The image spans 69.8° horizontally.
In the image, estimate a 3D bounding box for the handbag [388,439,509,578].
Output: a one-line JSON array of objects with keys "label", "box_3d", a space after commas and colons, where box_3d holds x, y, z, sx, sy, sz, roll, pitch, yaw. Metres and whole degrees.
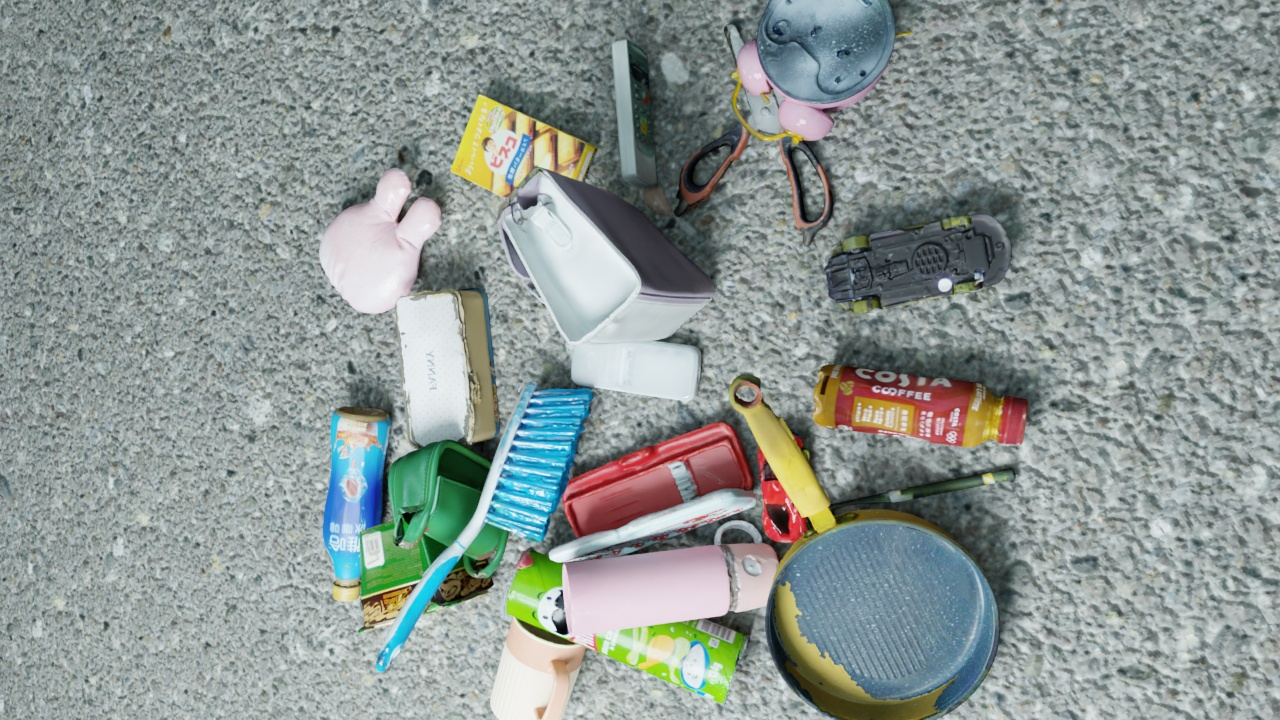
[{"label": "handbag", "box_3d": [-0.195, 0.151, 0.941, 0.068, 0.131, 0.120, -20, 50, 27]}]

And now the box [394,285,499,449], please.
[{"label": "box", "box_3d": [-0.208, 0.002, 0.985, 0.090, 0.061, 0.184, -3, 90, 22]}]

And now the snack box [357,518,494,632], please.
[{"label": "snack box", "box_3d": [-0.238, 0.217, 0.980, 0.118, 0.117, 0.105, -21, 80, 20]}]

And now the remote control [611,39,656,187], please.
[{"label": "remote control", "box_3d": [-0.005, -0.237, 0.889, 0.019, 0.056, 0.135, -4, 91, 22]}]

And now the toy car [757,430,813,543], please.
[{"label": "toy car", "box_3d": [0.133, 0.117, 0.858, 0.049, 0.031, 0.106, -5, 89, 42]}]

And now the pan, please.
[{"label": "pan", "box_3d": [0.168, 0.161, 0.778, 0.198, 0.078, 0.357, -28, 97, 12]}]

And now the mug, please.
[{"label": "mug", "box_3d": [-0.099, 0.320, 0.932, 0.081, 0.114, 0.106, 12, 103, -23]}]

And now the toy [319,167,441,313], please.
[{"label": "toy", "box_3d": [-0.285, -0.130, 1.011, 0.121, 0.054, 0.160, 47, 109, 6]}]

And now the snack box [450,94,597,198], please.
[{"label": "snack box", "box_3d": [-0.122, -0.209, 0.952, 0.140, 0.033, 0.087, 29, 103, 20]}]

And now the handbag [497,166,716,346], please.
[{"label": "handbag", "box_3d": [-0.031, -0.088, 0.832, 0.099, 0.196, 0.145, -38, 78, 19]}]

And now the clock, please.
[{"label": "clock", "box_3d": [0.150, -0.264, 0.812, 0.158, 0.059, 0.117, -43, 79, 9]}]

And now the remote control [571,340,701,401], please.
[{"label": "remote control", "box_3d": [-0.005, 0.005, 0.921, 0.136, 0.020, 0.056, 7, 97, 22]}]

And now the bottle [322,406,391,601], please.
[{"label": "bottle", "box_3d": [-0.325, 0.163, 1.039, 0.065, 0.065, 0.219, 10, 97, 22]}]

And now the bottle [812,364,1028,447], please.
[{"label": "bottle", "box_3d": [0.242, 0.041, 0.801, 0.175, 0.057, 0.057, 7, 95, 22]}]

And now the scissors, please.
[{"label": "scissors", "box_3d": [0.119, -0.211, 0.859, 0.189, 0.015, 0.223, 37, 103, 15]}]

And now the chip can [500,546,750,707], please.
[{"label": "chip can", "box_3d": [-0.015, 0.256, 0.892, 0.236, 0.072, 0.072, 19, 100, 11]}]

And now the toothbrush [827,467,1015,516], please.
[{"label": "toothbrush", "box_3d": [0.243, 0.124, 0.830, 0.186, 0.012, 0.017, -16, 93, 22]}]

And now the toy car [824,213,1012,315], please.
[{"label": "toy car", "box_3d": [0.240, -0.083, 0.802, 0.158, 0.042, 0.070, -9, 90, 24]}]

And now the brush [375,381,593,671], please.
[{"label": "brush", "box_3d": [-0.143, 0.158, 0.883, 0.109, 0.061, 0.313, 17, 68, 3]}]

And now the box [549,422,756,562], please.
[{"label": "box", "box_3d": [0.004, 0.135, 0.881, 0.202, 0.101, 0.095, -23, 85, 21]}]

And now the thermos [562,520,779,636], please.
[{"label": "thermos", "box_3d": [0.027, 0.199, 0.852, 0.198, 0.067, 0.087, -6, 60, -11]}]
